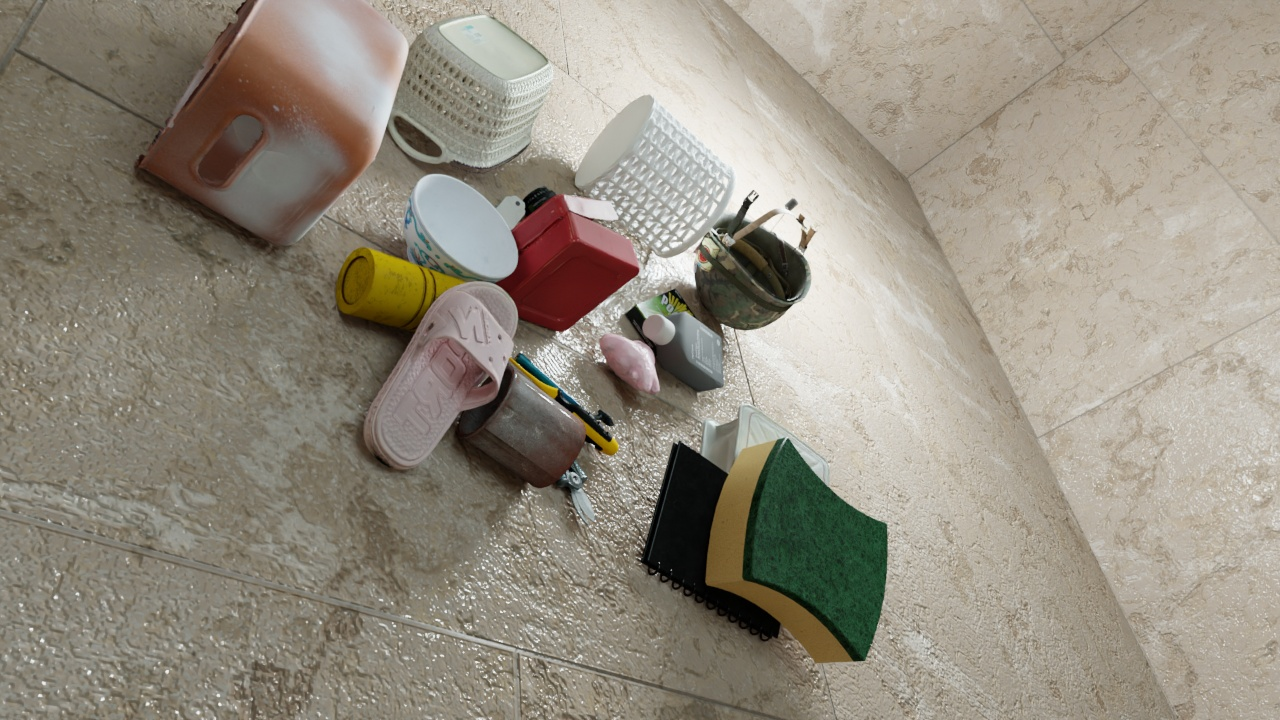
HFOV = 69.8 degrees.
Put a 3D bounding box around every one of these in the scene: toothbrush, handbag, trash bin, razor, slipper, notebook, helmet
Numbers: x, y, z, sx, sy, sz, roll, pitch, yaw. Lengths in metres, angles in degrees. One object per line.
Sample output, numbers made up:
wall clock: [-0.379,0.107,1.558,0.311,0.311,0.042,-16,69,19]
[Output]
toothbrush: [-0.100,0.045,1.086,0.196,0.031,0.031,42,5,-10]
handbag: [0.169,0.169,1.279,0.198,0.096,0.141,36,50,-30]
trash bin: [-0.346,-0.258,0.902,0.157,0.182,0.259,36,32,-31]
razor: [-0.095,0.038,1.110,0.144,0.022,0.042,37,-5,-19]
slipper: [-0.181,0.004,0.901,0.094,0.065,0.238,55,44,-29]
notebook: [0.105,0.228,1.135,0.231,0.019,0.168,36,54,-28]
helmet: [0.188,-0.174,1.531,0.192,0.237,0.224,-1,62,-39]

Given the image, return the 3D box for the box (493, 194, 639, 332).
box: [-0.100,-0.117,1.133,0.135,0.158,0.117,0,63,-54]

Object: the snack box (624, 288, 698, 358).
snack box: [0.039,-0.059,1.406,0.080,0.025,0.147,55,29,3]

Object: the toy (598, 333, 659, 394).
toy: [-0.007,0.007,1.234,0.099,0.053,0.096,13,41,-56]

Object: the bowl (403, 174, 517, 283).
bowl: [-0.220,-0.134,1.055,0.144,0.074,0.143,36,33,-28]

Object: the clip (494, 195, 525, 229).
clip: [-0.184,-0.194,1.237,0.101,0.040,0.054,44,50,-17]

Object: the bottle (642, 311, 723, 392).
bottle: [0.061,-0.021,1.322,0.173,0.046,0.083,32,51,-53]

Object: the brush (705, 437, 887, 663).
brush: [0.204,0.241,1.154,0.250,0.075,0.194,40,51,-25]

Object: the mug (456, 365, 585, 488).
mug: [-0.128,0.067,0.973,0.110,0.096,0.123,45,-1,-25]

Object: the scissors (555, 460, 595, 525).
scissors: [-0.088,0.112,1.039,0.130,0.019,0.150,40,30,-21]

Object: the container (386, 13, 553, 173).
container: [-0.226,-0.363,1.230,0.185,0.144,0.250,36,30,-2]

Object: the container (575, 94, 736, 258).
container: [0.024,-0.293,1.472,0.186,0.190,0.188,37,33,-25]

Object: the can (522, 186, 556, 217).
can: [-0.111,-0.176,1.285,0.137,0.054,0.053,56,29,5]

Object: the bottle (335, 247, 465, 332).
bottle: [-0.229,-0.062,0.969,0.163,0.071,0.071,17,45,-47]
